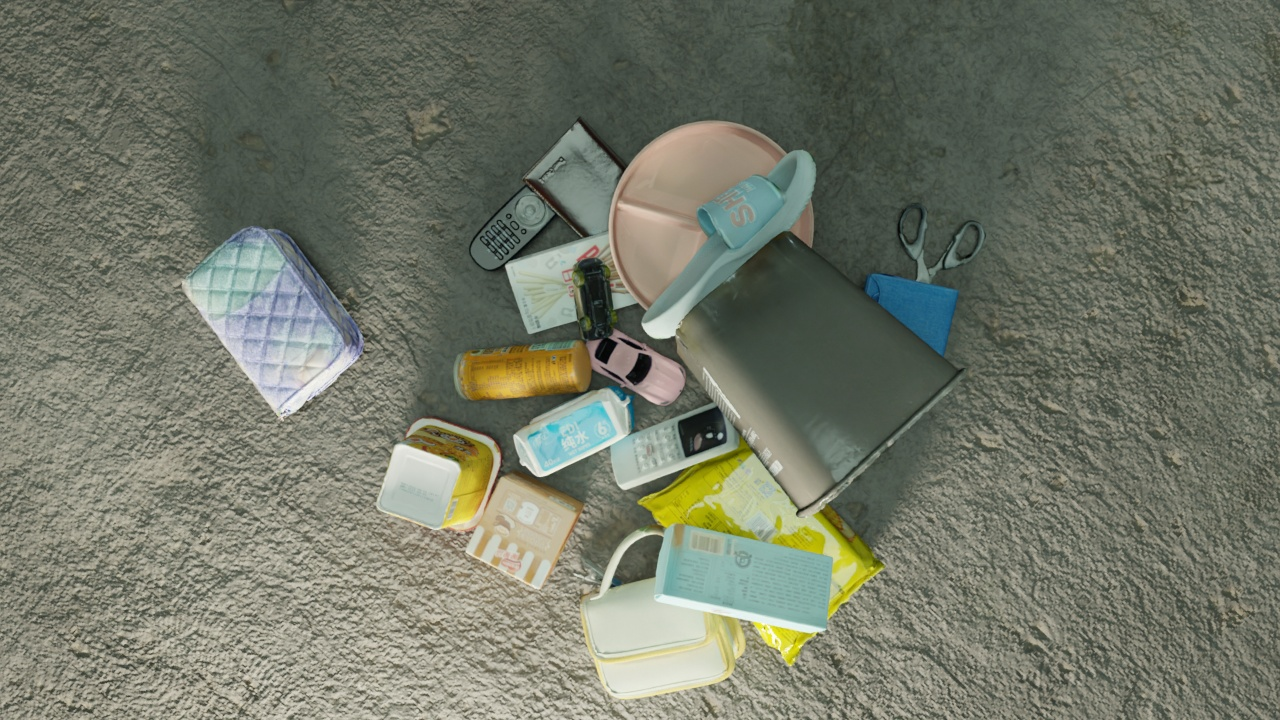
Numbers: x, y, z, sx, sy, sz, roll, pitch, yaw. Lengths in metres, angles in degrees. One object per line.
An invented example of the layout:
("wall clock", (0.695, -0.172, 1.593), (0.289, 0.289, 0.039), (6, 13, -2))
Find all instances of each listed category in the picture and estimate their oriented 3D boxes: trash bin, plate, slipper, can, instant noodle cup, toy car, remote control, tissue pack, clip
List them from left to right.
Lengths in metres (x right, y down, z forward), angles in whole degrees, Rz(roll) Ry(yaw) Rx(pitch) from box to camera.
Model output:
("instant noodle cup", (-0.226, 0.130, 1.008), (0.116, 0.123, 0.116), (18, 92, 4))
("remote control", (-0.139, -0.158, 1.050), (0.136, 0.024, 0.053), (-44, 93, -1))
("can", (-0.130, 0.012, 1.021), (0.146, 0.058, 0.058), (-5, 90, 16))
("tissue pack", (-0.070, 0.074, 1.014), (0.140, 0.090, 0.063), (-26, 89, 4))
("toy car", (-0.054, -0.068, 1.006), (0.042, 0.035, 0.090), (-15, 105, -34))
("clip", (-0.048, 0.247, 1.047), (0.057, 0.024, 0.029), (28, 96, 5))
("toy car", (-0.006, 0.006, 1.037), (0.122, 0.037, 0.056), (28, 93, 2))
("remote control", (0.036, 0.093, 1.013), (0.150, 0.021, 0.058), (-23, 57, 19))
("plate", (0.077, -0.145, 1.009), (0.229, 0.028, 0.229), (-1, 100, -9))
("slipper", (0.081, -0.126, 0.949), (0.074, 0.104, 0.245), (41, 98, -15))
("trash bin", (0.162, 0.012, 0.913), (0.198, 0.199, 0.220), (-42, 79, -6))

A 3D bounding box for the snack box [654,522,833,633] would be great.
("snack box", (0.105, 0.222, 0.933), (0.175, 0.052, 0.074), (13, 68, -3))

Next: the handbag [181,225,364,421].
("handbag", (-0.415, -0.047, 1.046), (0.134, 0.075, 0.194), (-37, 86, 7))

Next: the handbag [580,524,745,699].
("handbag", (0.011, 0.269, 0.992), (0.164, 0.063, 0.179), (-18, 97, 21))

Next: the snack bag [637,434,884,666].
("snack bag", (0.135, 0.193, 1.013), (0.158, 0.068, 0.246), (-44, 86, 3))

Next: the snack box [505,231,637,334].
("snack box", (-0.065, -0.092, 1.036), (0.157, 0.027, 0.085), (-16, 104, 4))

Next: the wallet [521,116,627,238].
("wallet", (-0.058, -0.196, 1.032), (0.096, 0.020, 0.122), (-44, 102, 5))

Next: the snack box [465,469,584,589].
("snack box", (-0.127, 0.186, 1.025), (0.093, 0.077, 0.094), (26, 91, 3))

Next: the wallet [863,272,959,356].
("wallet", (0.286, -0.024, 1.012), (0.106, 0.040, 0.133), (11, 96, -1))

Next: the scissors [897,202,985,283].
("scissors", (0.318, -0.094, 1.026), (0.173, 0.014, 0.159), (-27, 89, 5))
